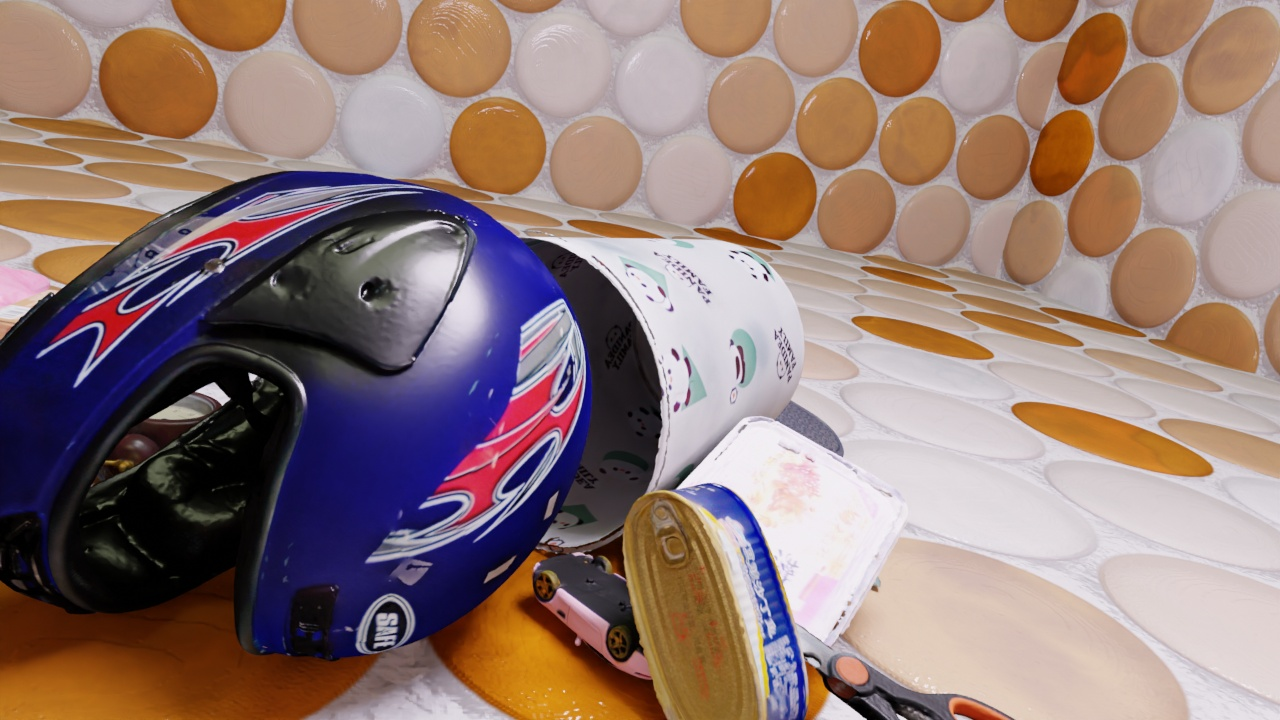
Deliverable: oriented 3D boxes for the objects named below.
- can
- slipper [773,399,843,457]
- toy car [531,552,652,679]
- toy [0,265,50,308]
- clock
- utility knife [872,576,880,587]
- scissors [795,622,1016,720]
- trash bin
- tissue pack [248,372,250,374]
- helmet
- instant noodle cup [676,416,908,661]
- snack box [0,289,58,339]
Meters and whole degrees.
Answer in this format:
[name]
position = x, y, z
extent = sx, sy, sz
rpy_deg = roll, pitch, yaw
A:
[can]
position = 0.040, 0.140, 0.498
extent = 0.075, 0.148, 0.049
rpy_deg = -27, -16, 39
[slipper]
position = 0.081, 0.054, 0.958
extent = 0.268, 0.083, 0.110
rpy_deg = 29, 24, -2
[toy car]
position = -0.018, 0.158, 0.566
extent = 0.056, 0.037, 0.122
rpy_deg = -1, 19, -44
[toy]
position = -0.594, -0.042, 0.791
extent = 0.195, 0.075, 0.178
rpy_deg = 20, 27, 39
[clock]
position = -0.346, 0.057, 0.644
extent = 0.082, 0.055, 0.121
rpy_deg = 19, 14, 22
[utility knife]
position = 0.092, 0.139, 0.759
extent = 0.223, 0.013, 0.029
rpy_deg = 18, 17, 23
[scissors]
position = 0.133, 0.181, 0.519
extent = 0.142, 0.022, 0.235
rpy_deg = -9, 42, -36
[trash bin]
position = -0.004, 0.004, 0.734
extent = 0.230, 0.230, 0.251
rpy_deg = 22, 22, 31
[tissue pack]
position = -0.434, -0.023, 0.873
extent = 0.133, 0.050, 0.093
rpy_deg = 22, 18, 37
[helmet]
position = -0.166, 0.044, 0.509
extent = 0.240, 0.248, 0.314
rpy_deg = 34, 51, 13
[instant noodle cup]
position = 0.089, 0.126, 0.622
extent = 0.138, 0.060, 0.173
rpy_deg = 30, 43, 19
[snack box]
position = -0.429, 0.007, 0.687
extent = 0.077, 0.094, 0.092
rpy_deg = 10, 15, -7
